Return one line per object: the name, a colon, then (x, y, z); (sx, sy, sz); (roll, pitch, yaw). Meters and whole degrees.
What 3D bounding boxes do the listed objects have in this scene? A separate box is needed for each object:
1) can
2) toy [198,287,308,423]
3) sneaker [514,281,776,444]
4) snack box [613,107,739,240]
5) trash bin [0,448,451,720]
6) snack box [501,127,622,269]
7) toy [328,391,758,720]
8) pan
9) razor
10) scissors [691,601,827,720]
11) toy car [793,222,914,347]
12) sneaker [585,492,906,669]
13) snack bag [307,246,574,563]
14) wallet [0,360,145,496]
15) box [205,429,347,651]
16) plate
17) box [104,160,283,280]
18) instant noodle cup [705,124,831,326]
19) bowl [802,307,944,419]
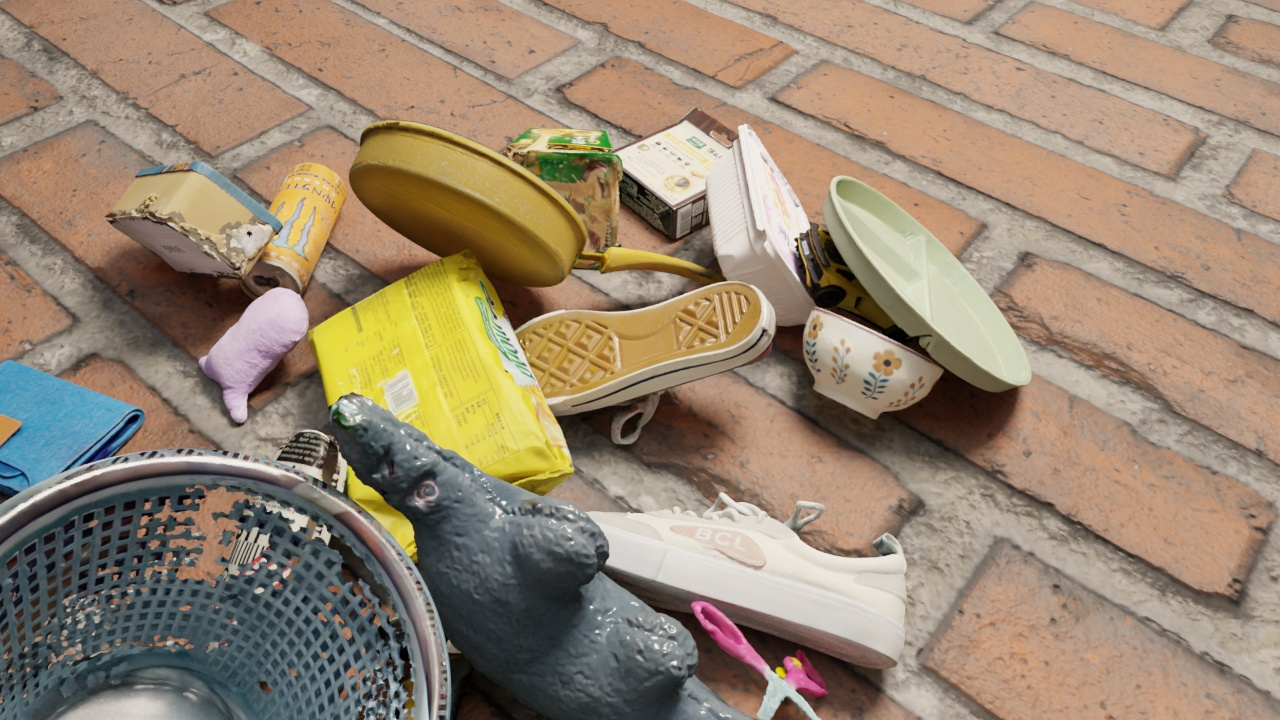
can: (-0.319, -0.118, 0.848); (0.058, 0.058, 0.145); (4, 47, 1)
toy: (-0.310, -0.011, 0.743); (0.108, 0.039, 0.084); (-46, 61, 4)
sneaker: (-0.004, 0.004, 0.729); (0.241, 0.088, 0.118); (-13, 57, 18)
snack box: (0.044, -0.191, 0.932); (0.125, 0.053, 0.113); (-29, 55, -27)
trash bin: (-0.235, 0.187, 0.453); (0.226, 0.196, 0.226); (21, 45, -23)
snack box: (-0.070, -0.166, 0.873); (0.117, 0.118, 0.105); (3, 37, 1)
toy: (-0.050, 0.148, 0.536); (0.356, 0.138, 0.091); (45, 54, -15)
pan: (-0.067, -0.104, 0.777); (0.357, 0.198, 0.078); (26, 76, -17)
razor: (-0.136, 0.226, 0.546); (0.067, 0.062, 0.167); (21, 47, -27)
scissors: (0.081, 0.190, 0.549); (0.133, 0.133, 0.017); (44, 101, 16)
toy car: (0.190, -0.065, 0.781); (0.155, 0.041, 0.071); (25, 42, -31)
sneaker: (0.060, 0.126, 0.613); (0.242, 0.090, 0.090); (15, 64, 6)
snack bag: (-0.160, 0.028, 0.685); (0.158, 0.068, 0.246); (-29, 52, -2)
wallet: (-0.470, 0.054, 0.701); (0.133, 0.040, 0.106); (17, 45, 14)
box: (-0.243, 0.122, 0.602); (0.072, 0.060, 0.164); (4, 66, 21)
plate: (0.234, -0.063, 0.760); (0.230, 0.028, 0.229); (31, 32, -23)
box: (-0.386, -0.118, 0.785); (0.184, 0.090, 0.062); (12, 66, 45)
instant noodle cup: (0.109, -0.110, 0.820); (0.060, 0.138, 0.173); (-23, 44, 23)
bowl: (0.177, 0.008, 0.735); (0.113, 0.113, 0.062); (26, 95, 20)
